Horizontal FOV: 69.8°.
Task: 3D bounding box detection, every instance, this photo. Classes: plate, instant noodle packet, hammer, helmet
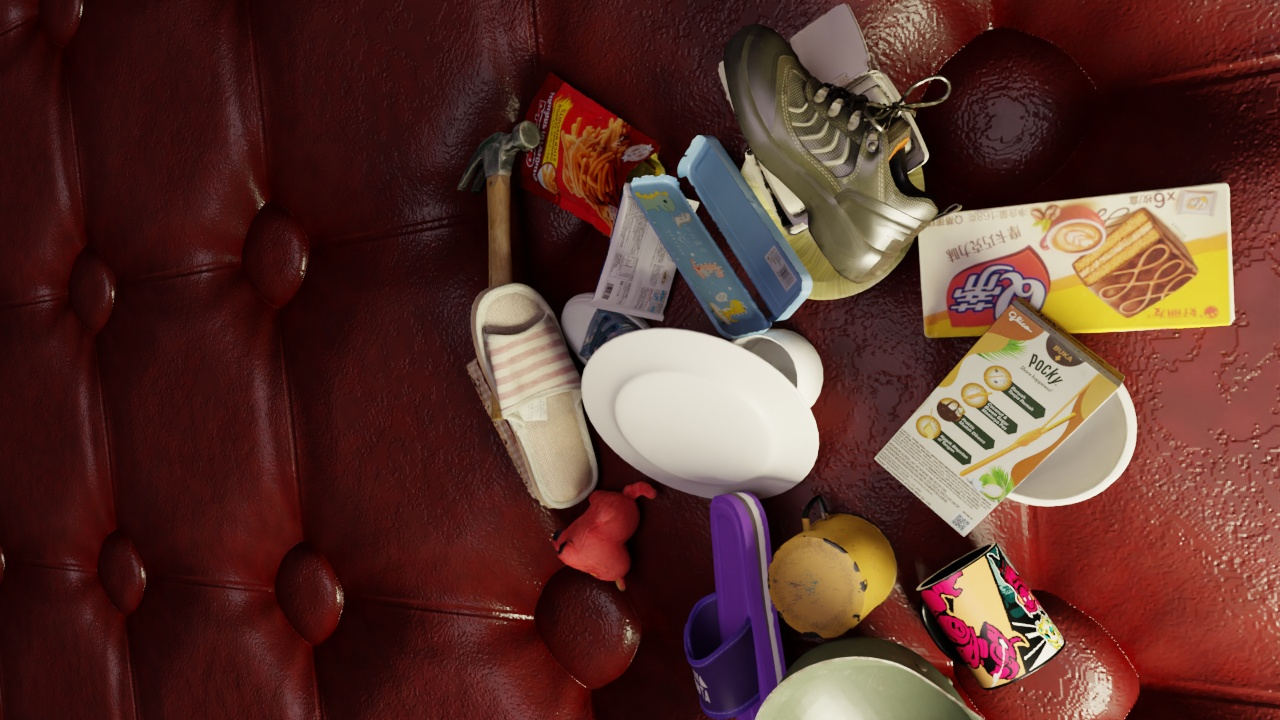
[{"bbox_3d":[0.182,-0.151,0.877,0.185,0.036,0.184,3,95,31],"label":"plate"},{"bbox_3d":[0.004,-0.112,0.967,0.026,0.087,0.134,45,122,61],"label":"instant noodle packet"},{"bbox_3d":[0.052,0.064,0.899,0.243,0.016,0.243,15,138,13],"label":"plate"},{"bbox_3d":[-0.161,-0.097,1.050,0.132,0.033,0.330,-9,80,45],"label":"hammer"},{"bbox_3d":[0.208,0.345,0.819,0.227,0.153,0.268,-35,104,12],"label":"helmet"}]

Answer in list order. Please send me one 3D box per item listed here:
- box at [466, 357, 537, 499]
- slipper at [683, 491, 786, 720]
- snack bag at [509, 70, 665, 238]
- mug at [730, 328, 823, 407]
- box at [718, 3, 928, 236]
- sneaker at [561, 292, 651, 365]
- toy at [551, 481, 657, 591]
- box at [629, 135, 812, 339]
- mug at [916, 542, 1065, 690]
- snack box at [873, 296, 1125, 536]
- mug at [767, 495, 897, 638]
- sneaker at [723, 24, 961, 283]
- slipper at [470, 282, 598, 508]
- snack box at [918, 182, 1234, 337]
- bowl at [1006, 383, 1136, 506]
[{"bbox_3d":[-0.136,0.070,1.071,0.071,0.056,0.187,-29,85,12],"label":"box"},{"bbox_3d":[0.081,0.269,0.916,0.107,0.084,0.266,-177,81,-70],"label":"slipper"},{"bbox_3d":[-0.065,-0.225,1.025,0.208,0.066,0.139,39,118,33],"label":"snack bag"},{"bbox_3d":[0.123,0.024,0.909,0.094,0.068,0.116,41,113,22],"label":"mug"},{"bbox_3d":[0.162,-0.223,0.834,0.145,0.057,0.187,-26,84,29],"label":"box"},{"bbox_3d":[-0.006,0.006,0.980,0.235,0.079,0.087,34,110,25],"label":"sneaker"},{"bbox_3d":[-0.025,0.190,1.029,0.094,0.088,0.133,43,97,-14],"label":"toy"},{"bbox_3d":[0.074,-0.124,0.881,0.209,0.085,0.073,60,147,25],"label":"box"},{"bbox_3d":[0.299,0.232,0.820,0.098,0.081,0.118,58,146,14],"label":"mug"},{"bbox_3d":[0.294,0.050,0.771,0.101,0.031,0.186,43,125,16],"label":"snack box"},{"bbox_3d":[0.178,0.193,0.874,0.101,0.094,0.123,-19,84,31],"label":"mug"},{"bbox_3d":[0.173,-0.192,0.747,0.143,0.100,0.238,-31,94,34],"label":"sneaker"},{"bbox_3d":[-0.109,0.042,1.005,0.052,0.114,0.263,0,112,54],"label":"slipper"},{"bbox_3d":[0.355,-0.077,0.762,0.231,0.061,0.110,-2,94,31],"label":"snack box"},{"bbox_3d":[0.343,0.047,0.786,0.150,0.043,0.150,12,112,32],"label":"bowl"}]
